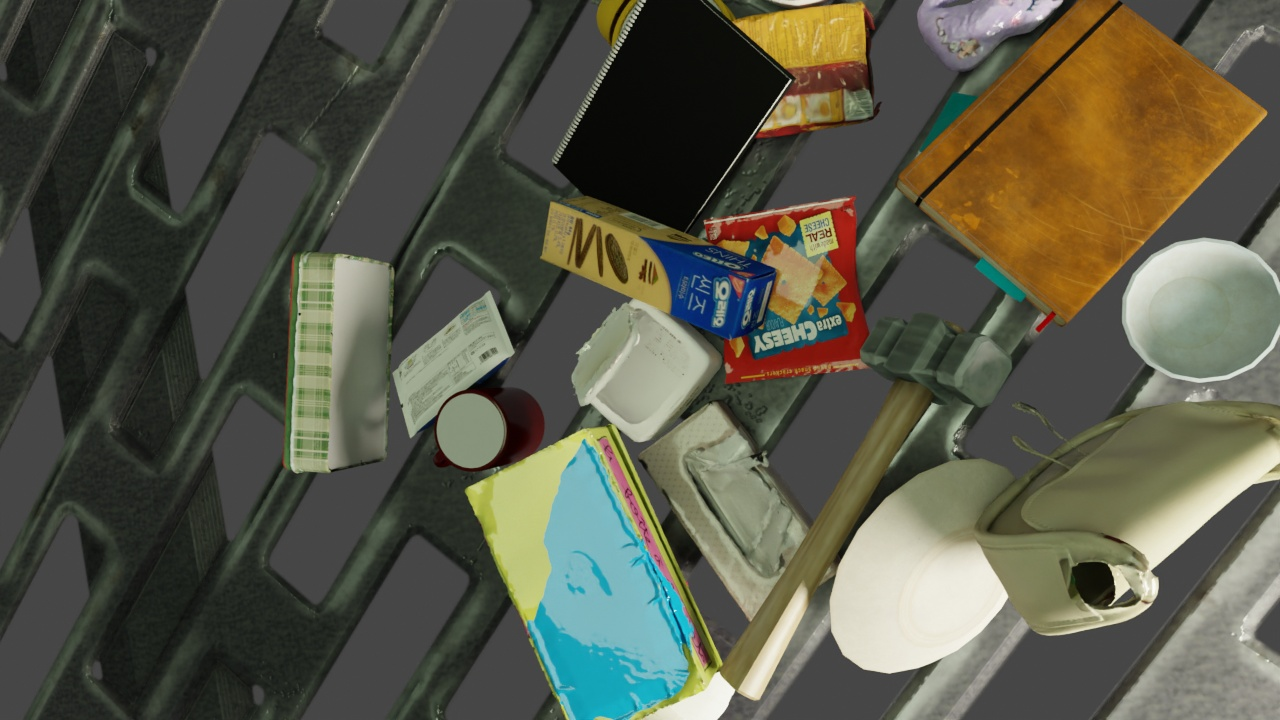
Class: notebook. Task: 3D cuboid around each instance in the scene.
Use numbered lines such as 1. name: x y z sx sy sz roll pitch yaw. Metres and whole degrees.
1. notebook: 0.018 -0.203 0.788 0.149 0.016 0.207 46 128 12
2. notebook: 0.319 -0.159 0.692 0.249 0.014 0.178 -44 78 -8

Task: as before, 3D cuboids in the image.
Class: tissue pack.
1. tissue pack: 0.086 0.126 0.788 0.104 0.071 0.181 -37 76 15

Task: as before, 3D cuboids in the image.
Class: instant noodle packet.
1. instant noodle packet: -0.181 0.003 0.874 0.134 0.026 0.087 -38 51 14
2. instant noodle packet: 0.133 -0.240 0.765 0.135 0.039 0.098 -7 101 1

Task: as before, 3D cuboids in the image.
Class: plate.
1. plate: 0.230 0.164 0.694 0.189 0.188 0.027 -61 32 9

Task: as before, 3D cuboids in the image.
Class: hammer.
1. hammer: 0.158 0.111 0.706 0.051 0.117 0.322 33 86 -25

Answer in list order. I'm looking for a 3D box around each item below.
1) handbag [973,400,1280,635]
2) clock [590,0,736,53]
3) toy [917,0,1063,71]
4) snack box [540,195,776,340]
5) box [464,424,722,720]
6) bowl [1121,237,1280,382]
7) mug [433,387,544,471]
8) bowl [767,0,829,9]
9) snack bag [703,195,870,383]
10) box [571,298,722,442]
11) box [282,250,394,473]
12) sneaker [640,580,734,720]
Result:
1. handbag: 0.318 0.080 0.619 0.228 0.184 0.132 -28 82 -23
2. clock: 0.025 -0.288 0.812 0.114 0.052 0.152 -28 86 16
3. toy: 0.277 -0.284 0.740 0.100 0.036 0.080 -36 76 15
4. snack box: 0.011 -0.083 0.788 0.207 0.057 0.056 25 116 27
5. box: -0.036 0.174 0.733 0.124 0.082 0.221 -29 83 11
6. bowl: 0.419 -0.037 0.694 0.106 0.039 0.106 0 90 17
7. mug: -0.151 0.070 0.851 0.106 0.082 0.073 -33 81 15
8. bowl: 0.137 -0.348 0.767 0.116 0.065 0.116 0 90 17
9. snack bag: 0.127 -0.058 0.785 0.131 0.039 0.144 -7 97 17
10. box: -0.007 0.005 0.783 0.103 0.130 0.110 43 99 12
11. box: -0.286 0.002 0.878 0.050 0.117 0.205 4 93 12
12. sneaker: -0.010 0.221 0.813 0.236 0.090 0.104 43 85 18
